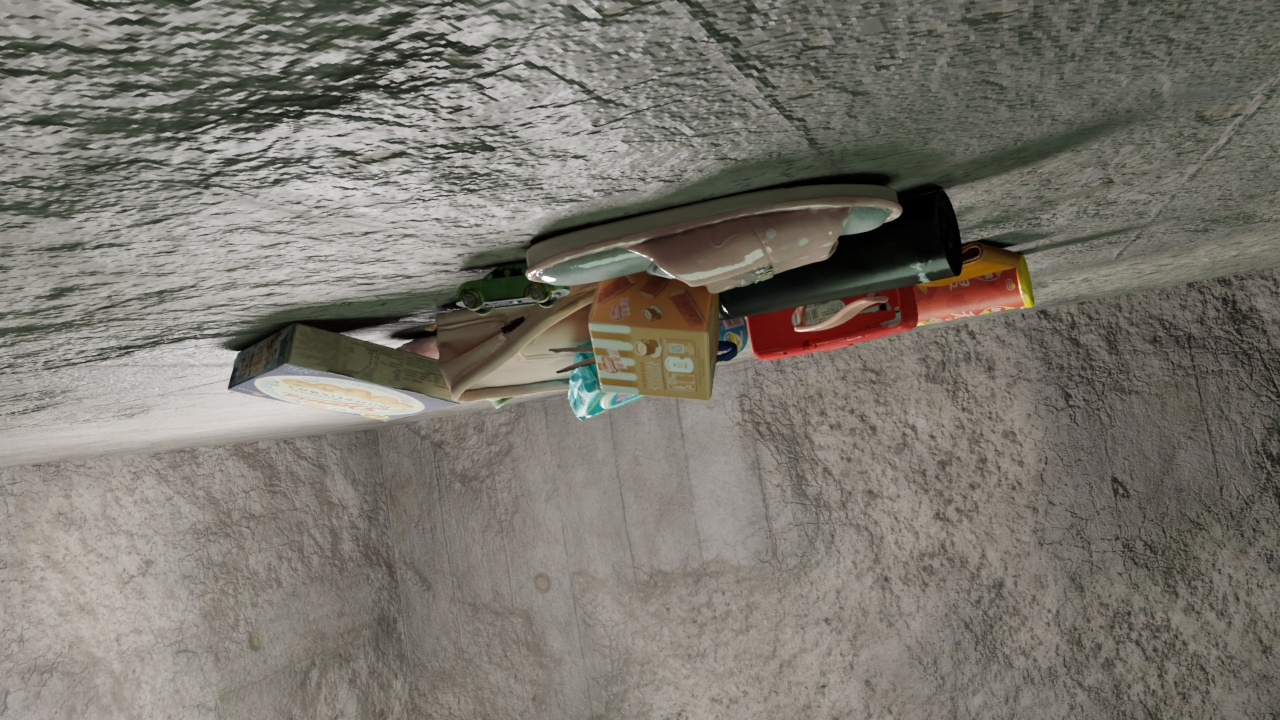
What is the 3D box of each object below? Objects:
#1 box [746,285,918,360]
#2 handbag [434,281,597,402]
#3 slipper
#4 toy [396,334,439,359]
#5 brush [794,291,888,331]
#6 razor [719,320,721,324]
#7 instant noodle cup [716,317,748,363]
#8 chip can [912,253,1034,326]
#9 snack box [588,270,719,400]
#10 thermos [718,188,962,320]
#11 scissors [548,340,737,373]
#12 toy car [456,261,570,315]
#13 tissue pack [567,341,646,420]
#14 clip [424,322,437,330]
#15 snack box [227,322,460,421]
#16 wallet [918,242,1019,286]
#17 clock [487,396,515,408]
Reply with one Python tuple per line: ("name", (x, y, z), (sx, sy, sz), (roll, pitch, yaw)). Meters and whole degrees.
("box", (0.230, -0.059, 1.063), (0.202, 0.095, 0.100), (-13, 172, 37))
("handbag", (-0.070, -0.038, 0.884), (0.192, 0.093, 0.235), (-8, 168, -41))
("slipper", (0.051, -0.078, 0.663), (0.274, 0.054, 0.114), (-9, 176, 5))
("toy", (-0.232, -0.006, 1.103), (0.122, 0.054, 0.159), (-15, -179, 32))
("brush", (0.202, -0.074, 0.951), (0.063, 0.073, 0.146), (-6, 173, -29))
("razor", (0.024, -0.046, 1.057), (0.062, 0.067, 0.167), (-15, 167, 43))
("instant noodle cup", (0.080, -0.031, 1.201), (0.109, 0.099, 0.099), (-17, -179, -32))
("chip can", (0.417, -0.089, 1.254), (0.217, 0.073, 0.073), (-10, 176, 30))
("snack box", (0.014, -0.027, 0.754), (0.094, 0.076, 0.093), (5, 143, 10))
("thermos", (0.142, -0.078, 0.773), (0.243, 0.068, 0.090), (-10, 163, 33))
("scissors", (0.010, -0.012, 0.825), (0.163, 0.012, 0.161), (18, -143, 36))
("toy car", (-0.103, -0.057, 0.735), (0.091, 0.036, 0.043), (-10, 177, 1))
("tissue pack", (-0.005, 0.005, 0.903), (0.133, 0.050, 0.093), (-21, 160, -19))
("clip", (-0.181, -0.040, 0.969), (0.104, 0.086, 0.035), (-39, -169, -29))
("snack box", (-0.304, 0.018, 0.947), (0.177, 0.045, 0.183), (16, 161, -36))
("wallet", (0.376, -0.110, 1.100), (0.119, 0.035, 0.130), (-12, 174, 38))
("clock", (-0.147, 0.007, 1.129), (0.116, 0.056, 0.161), (-35, -178, 2))
